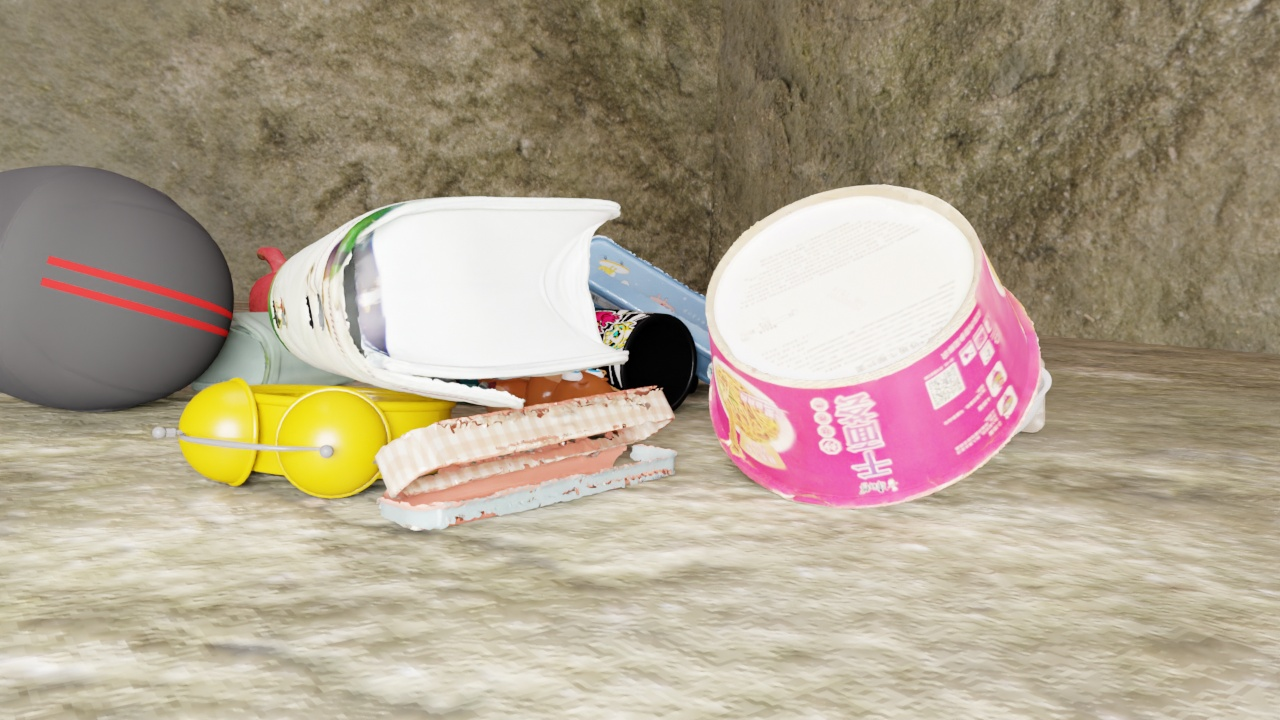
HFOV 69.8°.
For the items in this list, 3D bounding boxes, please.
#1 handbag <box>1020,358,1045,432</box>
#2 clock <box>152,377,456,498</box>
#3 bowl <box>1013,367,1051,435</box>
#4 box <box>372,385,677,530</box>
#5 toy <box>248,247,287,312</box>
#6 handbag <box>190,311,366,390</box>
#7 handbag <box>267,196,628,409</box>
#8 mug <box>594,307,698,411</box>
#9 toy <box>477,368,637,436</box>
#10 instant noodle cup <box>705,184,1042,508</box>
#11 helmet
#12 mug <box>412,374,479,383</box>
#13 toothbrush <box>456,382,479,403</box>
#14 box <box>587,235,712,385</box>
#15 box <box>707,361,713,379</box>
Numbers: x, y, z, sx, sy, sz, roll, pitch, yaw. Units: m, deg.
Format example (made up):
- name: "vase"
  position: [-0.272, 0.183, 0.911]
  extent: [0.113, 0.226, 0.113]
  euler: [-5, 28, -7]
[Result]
- name: "handbag"
  position: [0.202, 0.026, 0.782]
  extent: [0.197, 0.062, 0.176]
  euler: [-7, 10, -14]
- name: "clock"
  position: [-0.160, 0.037, 0.470]
  extent: [0.114, 0.052, 0.151]
  euler: [4, 1, 16]
- name: "bowl"
  position: [0.236, 0.034, 0.660]
  extent: [0.110, 0.040, 0.109]
  euler: [-10, 19, 3]
- name: "box"
  position: [-0.048, 0.055, 0.458]
  extent: [0.058, 0.062, 0.187]
  euler: [-26, -13, 40]
- name: "toy"
  position: [-0.363, -0.046, 0.889]
  extent: [0.093, 0.133, 0.088]
  euler: [-11, 1, -29]
- name: "handbag"
  position: [-0.308, -0.009, 0.790]
  extent: [0.106, 0.067, 0.121]
  euler: [7, 6, 26]
- name: "handbag"
  position: [-0.107, -0.028, 0.471]
  extent: [0.141, 0.096, 0.199]
  euler: [-6, 6, -27]
- name: "mug"
  position: [-0.005, 0.004, 0.764]
  extent: [0.118, 0.081, 0.098]
  euler: [23, -10, -42]
- name: "toy"
  position: [-0.055, 0.020, 0.629]
  extent: [0.128, 0.065, 0.094]
  euler: [14, 13, 39]
- name: "instant noodle cup"
  position: [0.110, -0.019, 0.478]
  extent: [0.179, 0.178, 0.078]
  euler: [6, -37, 32]
- name: "helmet"
  position: [-0.374, -0.046, 0.634]
  extent: [0.170, 0.164, 0.265]
  euler: [13, -6, -8]
- name: "mug"
  position: [-0.167, -0.031, 0.863]
  extent: [0.107, 0.113, 0.083]
  euler: [4, -28, 2]
- name: "toothbrush"
  position: [-0.071, 0.033, 0.714]
  extent: [0.190, 0.017, 0.016]
  euler: [5, 6, 29]
- name: "box"
  position: [0.031, -0.042, 0.803]
  extent: [0.209, 0.077, 0.074]
  euler: [31, -17, 1]
- name: "box"
  position: [0.147, 0.011, 0.630]
  extent: [0.199, 0.066, 0.083]
  euler: [-7, -39, 34]
